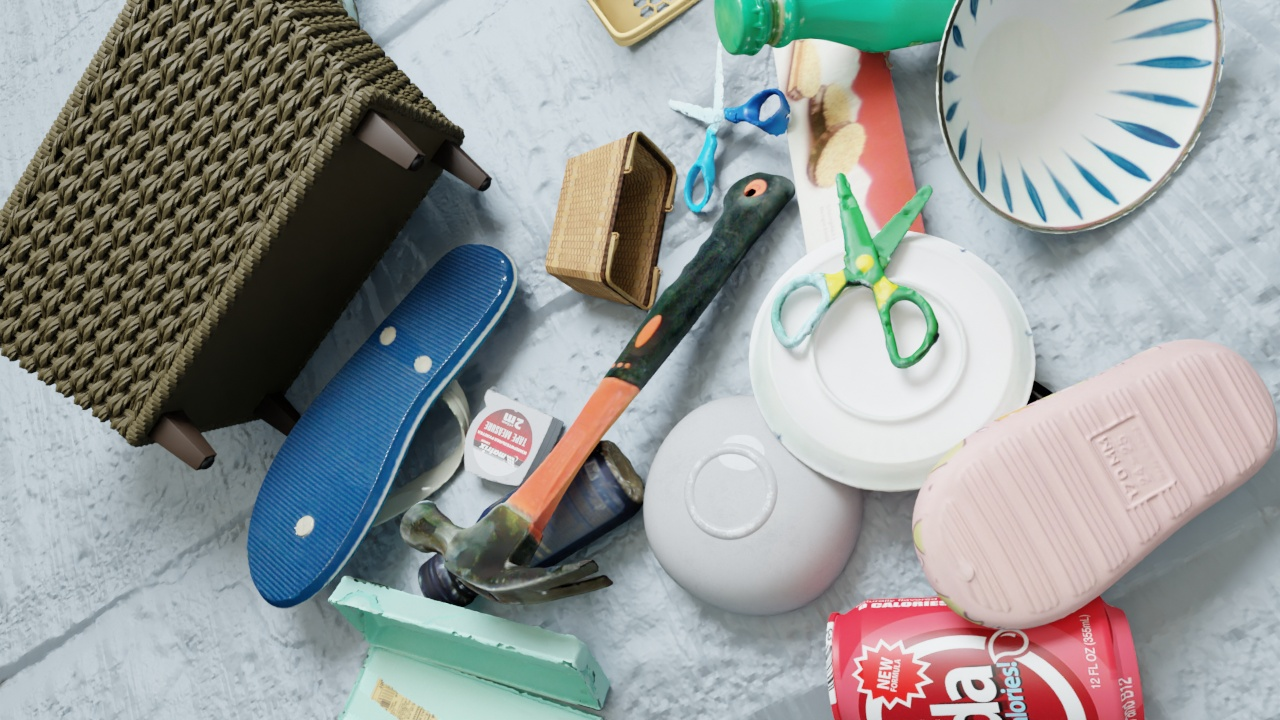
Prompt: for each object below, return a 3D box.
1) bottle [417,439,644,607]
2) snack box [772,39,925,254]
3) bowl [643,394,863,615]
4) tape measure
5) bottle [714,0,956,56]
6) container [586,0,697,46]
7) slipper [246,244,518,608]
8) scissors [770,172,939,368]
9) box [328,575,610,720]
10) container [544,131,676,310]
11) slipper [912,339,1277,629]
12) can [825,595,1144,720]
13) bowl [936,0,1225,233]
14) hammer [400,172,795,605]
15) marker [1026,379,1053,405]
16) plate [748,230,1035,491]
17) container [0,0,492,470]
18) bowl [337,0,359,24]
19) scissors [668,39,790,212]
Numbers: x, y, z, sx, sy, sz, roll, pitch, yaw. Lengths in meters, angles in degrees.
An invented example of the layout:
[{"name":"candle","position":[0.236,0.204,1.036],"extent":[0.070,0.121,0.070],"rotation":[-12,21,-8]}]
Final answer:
[{"name":"bottle","position":[-0.073,0.112,0.601],"extent":[0.161,0.056,0.056],"rotation":[-34,63,13]},{"name":"snack box","position":[0.139,-0.101,0.586],"extent":[0.077,0.044,0.272],"rotation":[-11,69,18]},{"name":"bowl","position":[0.062,0.083,0.548],"extent":[0.132,0.064,0.131],"rotation":[-7,71,21]},{"name":"tape measure","position":[-0.092,0.057,0.648],"extent":[0.060,0.020,0.062],"rotation":[20,83,27]},{"name":"bottle","position":[0.149,-0.224,0.558],"extent":[0.209,0.068,0.068],"rotation":[-14,65,-13]},{"name":"container","position":[0.031,-0.320,0.657],"extent":[0.183,0.129,0.167],"rotation":[-36,56,9]},{"name":"slipper","position":[-0.182,0.044,0.672],"extent":[0.118,0.060,0.294],"rotation":[28,79,32]},{"name":"scissors","position":[0.119,-0.051,0.522],"extent":[0.122,0.012,0.127],"rotation":[-15,69,9]},{"name":"box","position":[-0.120,0.209,0.580],"extent":[0.187,0.078,0.109],"rotation":[9,70,26]},{"name":"container","position":[-0.022,-0.096,0.647],"extent":[0.061,0.063,0.113],"rotation":[2,74,31]},{"name":"slipper","position":[0.220,0.057,0.467],"extent":[0.197,0.081,0.093],"rotation":[-30,84,-7]},{"name":"can","position":[0.173,0.159,0.470],"extent":[0.143,0.074,0.074],"rotation":[-8,70,21]},{"name":"bowl","position":[0.236,-0.167,0.534],"extent":[0.177,0.177,0.071],"rotation":[-47,21,3]},{"name":"hammer","position":[-0.003,0.003,0.576],"extent":[0.133,0.033,0.332],"rotation":[21,67,37]},{"name":"marker","position":[0.232,0.028,0.520],"extent":[0.018,0.015,0.134],"rotation":[-40,60,-17]},{"name":"plate","position":[0.138,-0.005,0.516],"extent":[0.157,0.014,0.156],"rotation":[-5,71,13]},{"name":"container","position":[-0.279,-0.095,0.657],"extent":[0.205,0.176,0.321],"rotation":[40,101,6]},{"name":"bowl","position":[-0.302,-0.263,0.788],"extent":[0.160,0.159,0.094],"rotation":[-32,101,11]},{"name":"scissors","position":[0.060,-0.169,0.640],"extent":[0.129,0.014,0.127],"rotation":[-12,70,49]}]
